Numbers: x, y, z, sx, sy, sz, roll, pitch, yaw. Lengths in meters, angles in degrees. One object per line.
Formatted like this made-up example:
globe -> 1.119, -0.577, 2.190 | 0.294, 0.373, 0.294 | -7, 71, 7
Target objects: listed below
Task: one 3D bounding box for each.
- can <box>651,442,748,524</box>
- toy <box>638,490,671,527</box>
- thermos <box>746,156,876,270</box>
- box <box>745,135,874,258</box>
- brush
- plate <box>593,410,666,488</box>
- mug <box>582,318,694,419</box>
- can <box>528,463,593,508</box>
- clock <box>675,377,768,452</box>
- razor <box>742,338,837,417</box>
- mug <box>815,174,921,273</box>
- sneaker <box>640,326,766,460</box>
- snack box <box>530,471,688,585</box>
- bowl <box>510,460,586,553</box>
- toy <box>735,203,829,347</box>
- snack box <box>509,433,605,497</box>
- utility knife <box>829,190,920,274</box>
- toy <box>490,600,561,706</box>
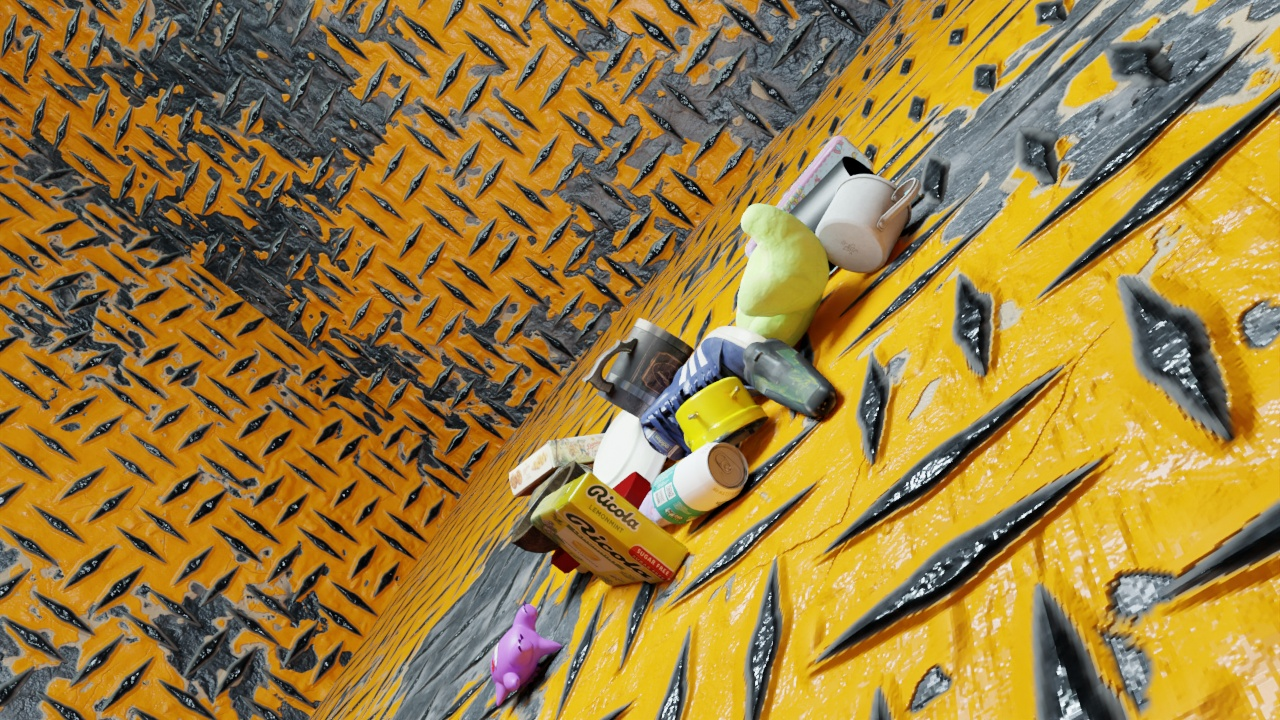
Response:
can -> 0.055, 0.116, 0.869 | 0.102, 0.055, 0.054 | -42, 12, 51
toy -> 0.027, 0.147, 0.968 | 0.100, 0.036, 0.080 | -44, 11, 52
thermos -> 0.209, -0.148, 1.125 | 0.199, 0.086, 0.085 | -46, 9, 33
box -> 0.225, -0.197, 1.254 | 0.214, 0.091, 0.090 | -51, 8, -6
brush -> -0.042, 0.200, 1.095 | 0.174, 0.042, 0.082 | -44, 10, 43
plate -> -0.018, 0.117, 1.194 | 0.183, 0.034, 0.182 | -51, 23, 30
mug -> -0.007, 0.007, 1.118 | 0.080, 0.115, 0.107 | 26, 85, 50
can -> -0.100, 0.197, 1.267 | 0.075, 0.090, 0.089 | -43, 11, 48
clock -> 0.081, 0.062, 0.921 | 0.083, 0.057, 0.119 | -32, -16, -2
razor -> 0.136, 0.017, 0.848 | 0.054, 0.067, 0.151 | -55, 15, 5
mug -> 0.240, -0.147, 0.955 | 0.070, 0.084, 0.113 | -57, 15, -28
sneaker -> 0.065, 0.046, 1.016 | 0.118, 0.091, 0.233 | -48, 5, -18
snack box -> -0.041, 0.175, 0.911 | 0.045, 0.121, 0.181 | -53, 7, -25
bowl -> -0.095, 0.184, 1.093 | 0.121, 0.056, 0.121 | -50, 7, 8
toy -> 0.152, -0.078, 0.992 | 0.197, 0.107, 0.150 | 39, -127, -71
snack box -> -0.099, 0.154, 1.354 | 0.146, 0.041, 0.144 | -4, -22, -34
utility knife -> 0.261, -0.138, 1.061 | 0.167, 0.015, 0.022 | -48, 8, 37
toy -> -0.130, 0.321, 0.990 | 0.088, 0.056, 0.106 | -52, 16, 19
